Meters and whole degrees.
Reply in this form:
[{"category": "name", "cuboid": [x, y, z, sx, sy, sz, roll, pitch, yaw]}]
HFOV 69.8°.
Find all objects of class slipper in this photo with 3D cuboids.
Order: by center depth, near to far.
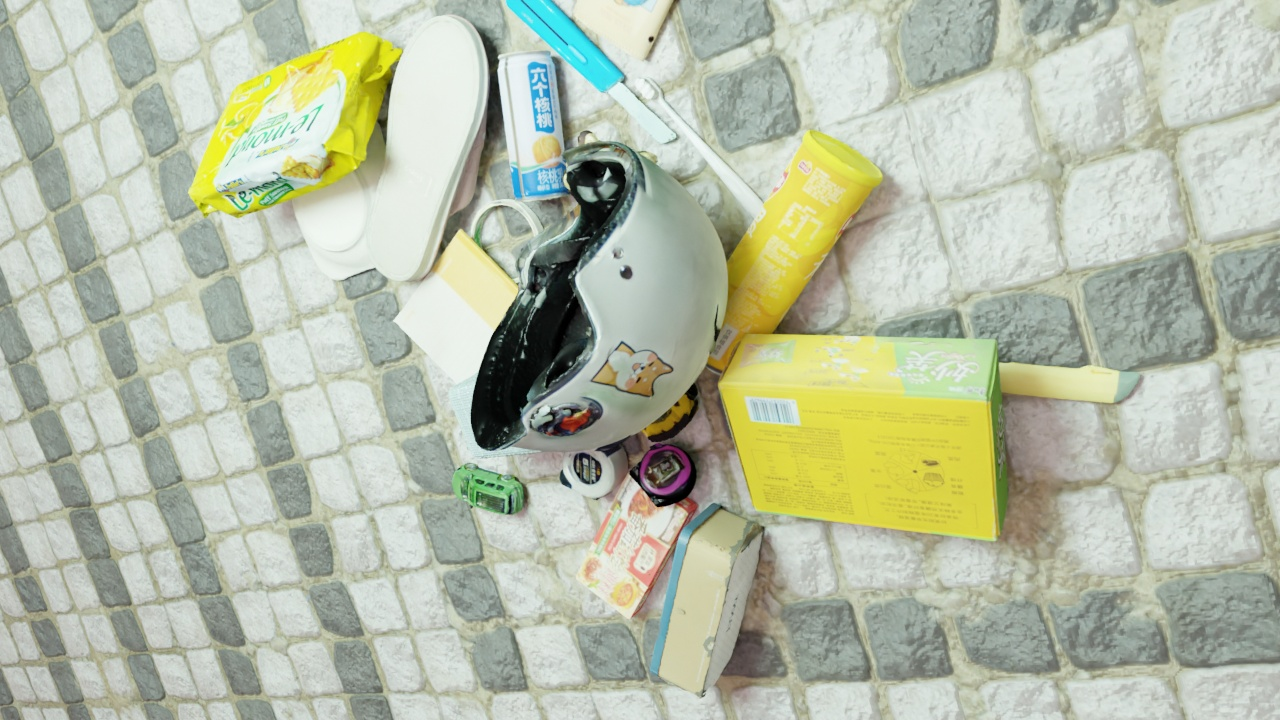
[{"category": "slipper", "cuboid": [-0.211, -0.207, 0.927, 0.114, 0.054, 0.275, 28, 113, 19]}]

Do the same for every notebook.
[{"category": "notebook", "cuboid": [-0.154, -0.016, 0.966, 0.206, 0.010, 0.146, 46, 120, 3]}]

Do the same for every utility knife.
[{"category": "utility knife", "cuboid": [0.281, 0.010, 0.744, 0.216, 0.022, 0.031, 6, 106, 20]}, {"category": "utility knife", "cuboid": [-0.046, -0.274, 0.841, 0.218, 0.018, 0.034, 46, 119, 8]}]

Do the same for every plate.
[{"category": "plate", "cuboid": [-0.333, -0.177, 1.015, 0.164, 0.034, 0.164, -16, 96, 30]}]

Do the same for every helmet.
[{"category": "helmet", "cuboid": [-0.022, -0.032, 0.756, 0.156, 0.229, 0.275, 18, 120, -20]}]

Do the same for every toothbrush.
[{"category": "toothbrush", "cuboid": [0.056, -0.185, 0.811, 0.180, 0.016, 0.016, 50, 123, 7]}]

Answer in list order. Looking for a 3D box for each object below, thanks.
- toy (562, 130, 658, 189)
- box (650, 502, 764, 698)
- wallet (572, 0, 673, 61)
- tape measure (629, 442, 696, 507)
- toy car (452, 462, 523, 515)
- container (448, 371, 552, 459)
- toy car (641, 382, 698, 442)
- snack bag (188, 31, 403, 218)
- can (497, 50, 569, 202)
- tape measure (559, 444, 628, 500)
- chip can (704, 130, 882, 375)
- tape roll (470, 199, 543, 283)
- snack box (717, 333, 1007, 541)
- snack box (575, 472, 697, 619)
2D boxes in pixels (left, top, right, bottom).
[{"category": "toy", "cuboid": [-0.001, -0.143, 0.833, 0.157, 0.066, 0.105, 38, 130, 5]}, {"category": "box", "cuboid": [0.066, 0.226, 0.883, 0.062, 0.089, 0.184, 18, 110, 24]}, {"category": "wallet", "cuboid": [-0.006, -0.335, 0.800, 0.087, 0.024, 0.115, 35, 119, 10]}, {"category": "tape measure", "cuboid": [0.025, 0.110, 0.887, 0.058, 0.039, 0.057, -37, 71, -6]}, {"category": "toy car", "cuboid": [-0.172, 0.145, 1.020, 0.091, 0.036, 0.043, 13, 111, 29]}, {"category": "container", "cuboid": [-0.119, 0.043, 0.917, 0.112, 0.089, 0.090, -12, 103, 31]}, {"category": "toy car", "cuboid": [-0.005, 0.005, 0.886, 0.071, 0.041, 0.156, -34, 86, 31]}, {"category": "snack bag", "cuboid": [-0.356, -0.239, 0.954, 0.247, 0.068, 0.157, -9, 59, 31]}, {"category": "can", "cuboid": [-0.101, -0.219, 0.865, 0.053, 0.053, 0.134, 1, 105, 28]}, {"category": "tape measure", "cuboid": [-0.047, 0.107, 0.941, 0.066, 0.033, 0.066, 25, 116, 23]}, {"category": "chip can", "cuboid": [0.114, -0.085, 0.776, 0.072, 0.071, 0.214, 39, 118, 14]}, {"category": "tape roll", "cuboid": [-0.135, -0.121, 0.935, 0.086, 0.013, 0.086, 8, 108, 26]}, {"category": "snack box", "cuboid": [0.184, 0.060, 0.750, 0.210, 0.069, 0.158, 2, 131, 27]}, {"category": "snack box", "cuboid": [-0.006, 0.188, 0.947, 0.075, 0.025, 0.153, 34, 117, 17]}]
